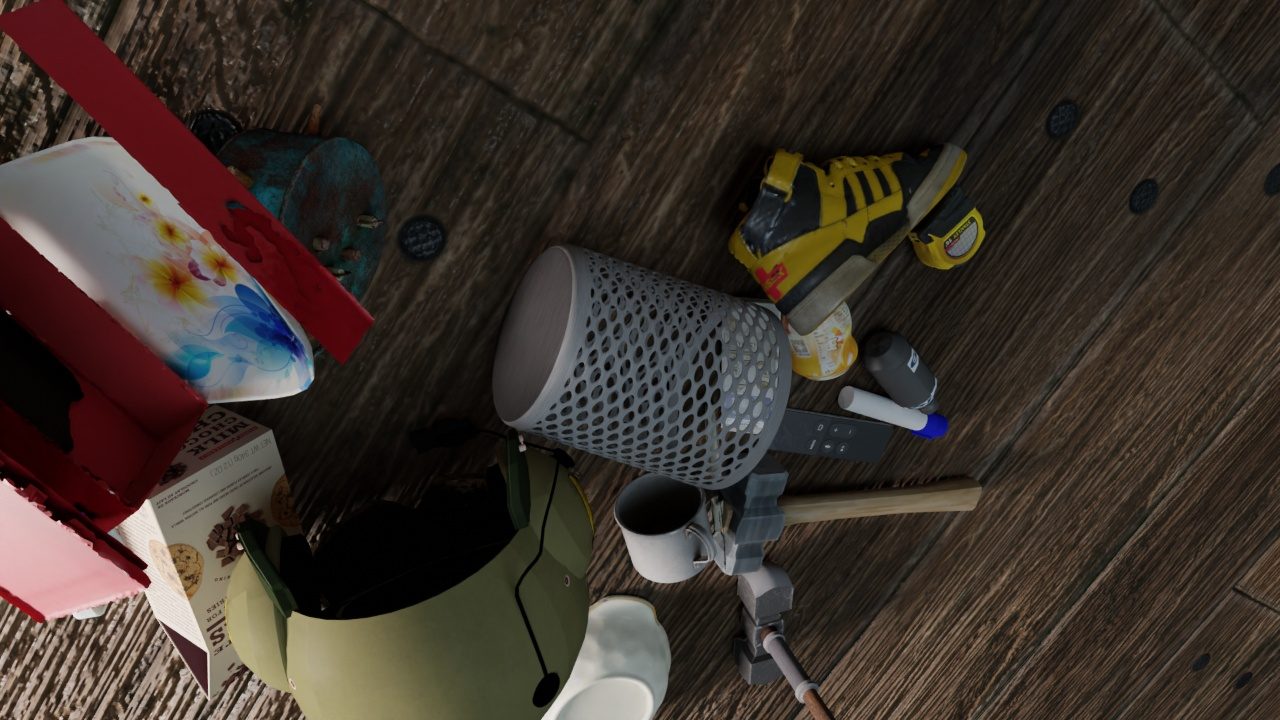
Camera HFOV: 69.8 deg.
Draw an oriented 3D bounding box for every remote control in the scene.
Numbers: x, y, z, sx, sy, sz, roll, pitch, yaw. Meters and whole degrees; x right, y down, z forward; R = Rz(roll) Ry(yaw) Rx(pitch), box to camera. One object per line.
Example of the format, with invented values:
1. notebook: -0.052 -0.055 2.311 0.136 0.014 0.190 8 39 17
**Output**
1. remote control: 0.098 0.007 0.824 0.050 0.011 0.136 6 121 14
2. remote control: 0.189 0.076 0.917 0.146 0.008 0.045 10 113 -27

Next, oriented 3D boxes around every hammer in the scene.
1. hammer: 0.177 0.342 0.868 0.043 0.322 0.156 -10 120 -18
2. hammer: 0.223 0.149 0.952 0.322 0.051 0.117 -1 117 -25

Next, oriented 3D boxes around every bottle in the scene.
1. bottle: 0.153 -0.039 0.807 0.063 0.063 0.109 -22 115 -11
2. bottle: 0.257 0.016 0.890 0.047 0.047 0.112 -44 124 4

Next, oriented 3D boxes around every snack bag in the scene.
1. snack bag: -0.311 0.151 0.687 0.094 0.070 0.207 -38 134 -45

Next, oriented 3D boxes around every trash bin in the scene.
1. trash bin: -0.004 0.004 0.712 0.183 0.156 0.157 18 109 -27

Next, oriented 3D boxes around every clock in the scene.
1. clock: -0.213 -0.071 0.597 0.073 0.121 0.158 11 130 12

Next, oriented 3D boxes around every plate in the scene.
1. plate: -0.296 -0.049 0.561 0.187 0.016 0.187 -5 129 29

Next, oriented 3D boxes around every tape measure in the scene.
1. tape measure: 0.276 -0.115 0.830 0.065 0.037 0.064 -50 119 -8

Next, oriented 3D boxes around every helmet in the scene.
1. helmet: -0.152 0.163 0.660 0.250 0.255 0.233 -19 117 -10

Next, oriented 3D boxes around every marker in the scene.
1. marker: 0.254 0.053 0.924 0.133 0.023 0.027 16 131 -29

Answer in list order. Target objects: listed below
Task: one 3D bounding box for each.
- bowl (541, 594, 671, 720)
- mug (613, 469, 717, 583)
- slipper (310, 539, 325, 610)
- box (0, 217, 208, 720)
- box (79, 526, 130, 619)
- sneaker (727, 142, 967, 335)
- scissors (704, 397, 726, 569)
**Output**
1. bowl: -0.046 0.343 0.936 0.188 0.060 0.220 18 108 -30
2. mug: 0.032 0.158 0.836 0.084 0.113 0.071 -32 128 -23
3. slipper: -0.221 0.260 0.823 0.115 0.052 0.263 -22 123 -9
4. box: -0.328 0.033 0.420 0.124 0.378 0.211 -43 113 -8
5. box: -0.389 0.074 0.639 0.122 0.078 0.198 -33 128 -27
6. sneaker: 0.163 -0.133 0.750 0.122 0.086 0.237 44 61 2
7. scissors: 0.067 0.113 0.812 0.012 0.170 0.158 -4 148 3
